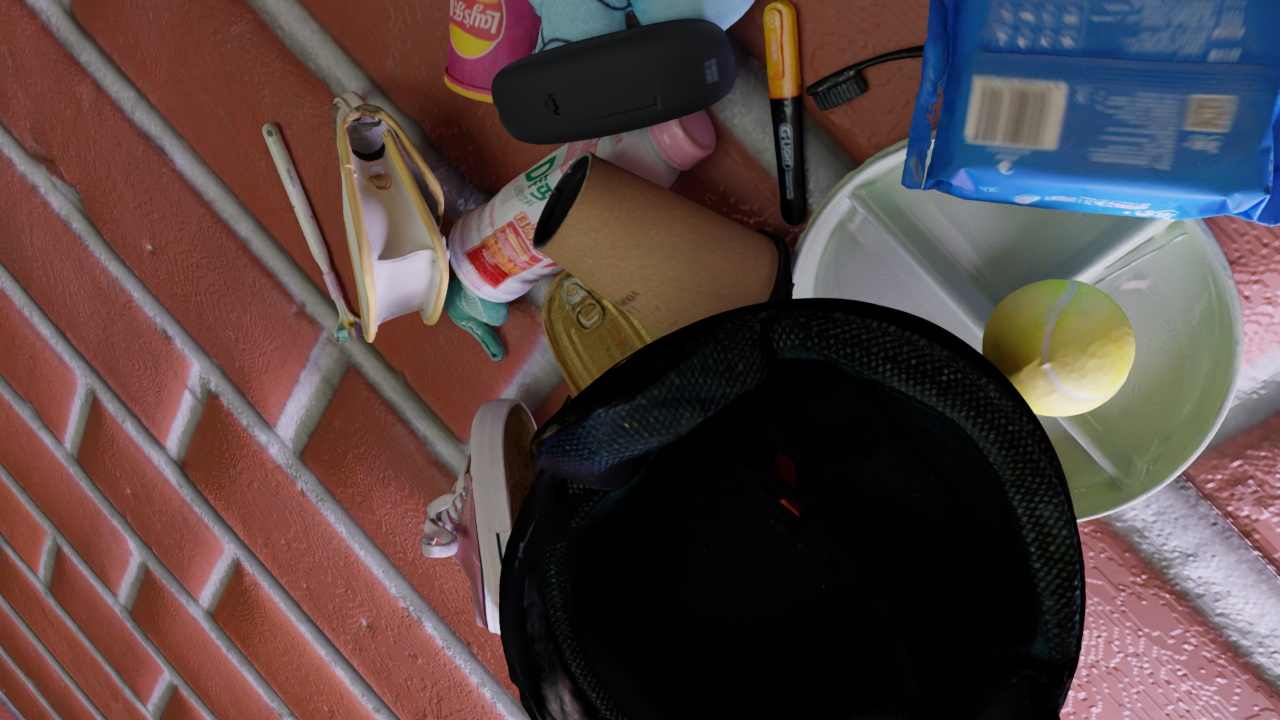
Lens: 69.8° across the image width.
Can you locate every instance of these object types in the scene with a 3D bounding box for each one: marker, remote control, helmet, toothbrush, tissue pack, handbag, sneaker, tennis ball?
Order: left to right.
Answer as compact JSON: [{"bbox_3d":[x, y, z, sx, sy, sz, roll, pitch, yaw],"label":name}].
[{"bbox_3d":[-0.275,-0.106,0.770,0.020,0.029,0.189,-146,37,-71],"label":"toothbrush"},{"bbox_3d":[-0.183,-0.116,0.647,0.164,0.063,0.178,138,117,-68],"label":"handbag"},{"bbox_3d":[-0.132,0.131,0.745,0.088,0.118,0.241,9,126,7],"label":"sneaker"},{"bbox_3d":[-0.018,-0.145,0.489,0.137,0.024,0.053,-8,122,17],"label":"remote control"},{"bbox_3d":[0.067,0.093,0.441,0.275,0.229,0.233,-39,83,27],"label":"helmet"},{"bbox_3d":[0.081,-0.135,0.513,0.018,0.015,0.124,10,121,35],"label":"marker"},{"bbox_3d":[0.166,-0.158,0.444,0.190,0.014,0.018,-11,117,37],"label":"toothbrush"},{"bbox_3d":[0.196,-0.006,0.433,0.065,0.065,0.065,16,122,27],"label":"tennis ball"},{"bbox_3d":[0.199,-0.111,0.397,0.157,0.052,0.095,10,91,20],"label":"tissue pack"}]

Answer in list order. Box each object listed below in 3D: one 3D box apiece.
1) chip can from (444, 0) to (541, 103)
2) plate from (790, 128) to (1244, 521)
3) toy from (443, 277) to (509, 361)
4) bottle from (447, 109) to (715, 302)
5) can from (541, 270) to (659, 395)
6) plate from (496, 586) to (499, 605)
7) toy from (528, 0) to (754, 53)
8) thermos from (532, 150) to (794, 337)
[{"bbox_3d":[-0.071,-0.257,0.514,0.071,0.071,0.211,25,125,22],"label":"chip can"},{"bbox_3d":[0.189,-0.015,0.495,0.230,0.027,0.230,16,121,28],"label":"plate"},{"bbox_3d":[-0.123,-0.041,0.687,0.096,0.030,0.092,58,153,-15],"label":"toy"},{"bbox_3d":[-0.040,-0.103,0.582,0.197,0.068,0.068,-26,98,36],"label":"bottle"},{"bbox_3d":[-0.004,0.003,0.597,0.075,0.049,0.148,-41,74,22],"label":"can"},{"bbox_3d":[-0.011,0.233,0.687,0.229,0.028,0.230,27,146,20],"label":"plate"},{"bbox_3d":[0.009,-0.210,0.485,0.156,0.049,0.161,-2,110,10],"label":"toy"},{"bbox_3d":[0.015,-0.055,0.521,0.143,0.092,0.093,27,135,-23],"label":"thermos"}]
